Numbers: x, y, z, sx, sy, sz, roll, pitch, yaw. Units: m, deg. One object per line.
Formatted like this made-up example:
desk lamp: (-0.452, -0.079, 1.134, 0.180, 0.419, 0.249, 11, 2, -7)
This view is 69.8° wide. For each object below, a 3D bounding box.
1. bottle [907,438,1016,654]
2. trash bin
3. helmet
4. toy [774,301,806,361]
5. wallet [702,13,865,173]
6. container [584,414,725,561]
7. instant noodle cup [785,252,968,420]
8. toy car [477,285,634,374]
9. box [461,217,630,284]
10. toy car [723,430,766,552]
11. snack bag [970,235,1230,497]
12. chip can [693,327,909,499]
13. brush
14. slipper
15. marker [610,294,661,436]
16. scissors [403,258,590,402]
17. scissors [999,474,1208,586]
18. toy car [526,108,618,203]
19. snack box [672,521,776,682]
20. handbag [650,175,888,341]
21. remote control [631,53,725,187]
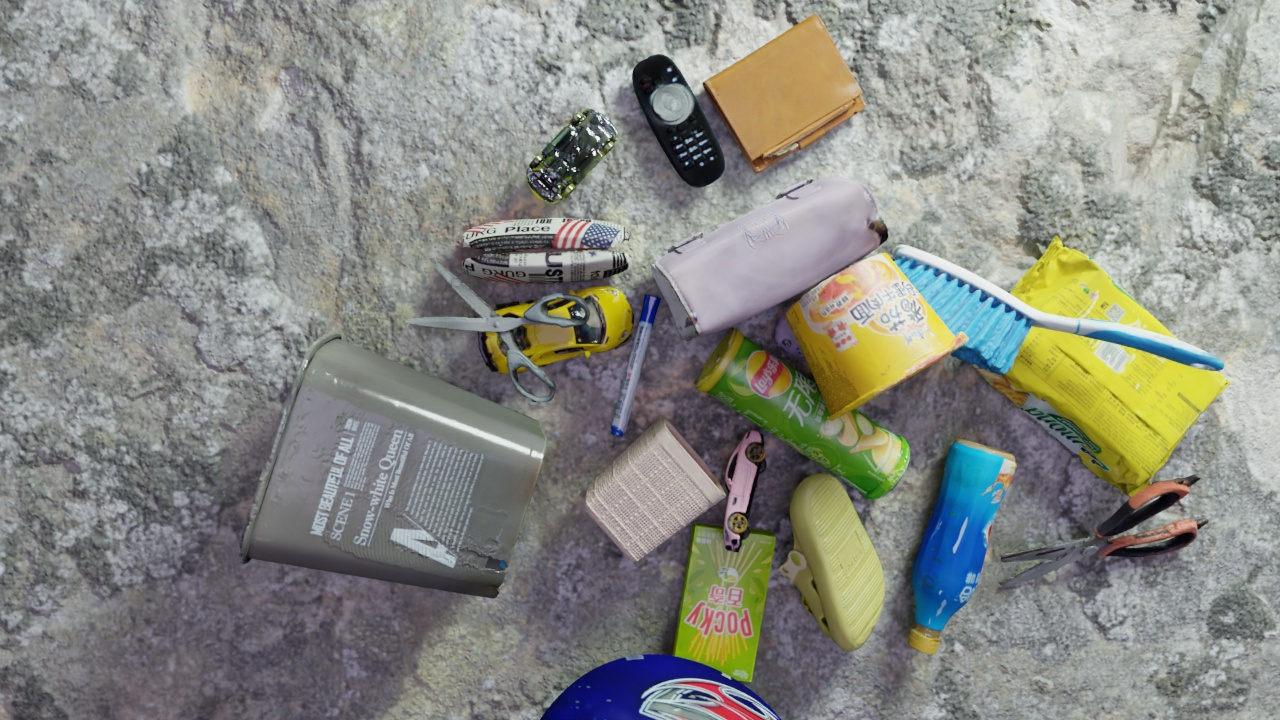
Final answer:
bottle: (0.317, 0.191, 0.933, 0.065, 0.065, 0.219, 17, 94, -5)
trash bin: (-0.215, 0.103, 0.837, 0.219, 0.198, 0.199, 19, 93, -11)
helmet: (0.042, 0.412, 0.850, 0.315, 0.248, 0.240, 35, 74, -14)
toy: (0.183, -0.015, 0.922, 0.108, 0.038, 0.084, 38, 111, -7)
wallet: (0.143, -0.261, 0.904, 0.132, 0.031, 0.108, -32, 93, 0)
container: (0.010, 0.127, 0.899, 0.111, 0.090, 0.090, -41, 96, 3)
instant noodle cup: (0.207, -0.025, 0.840, 0.138, 0.138, 0.109, -29, 80, -1)
toy car: (-0.082, -0.032, 0.904, 0.156, 0.041, 0.071, -13, 95, -4)
box: (-0.091, -0.117, 0.884, 0.163, 0.075, 0.081, 0, 85, -1)
toy car: (0.099, 0.128, 0.909, 0.037, 0.056, 0.122, 11, 72, 15)
snack bag: (0.463, 0.007, 0.927, 0.246, 0.068, 0.158, 39, 91, -5)
chip can: (0.163, 0.055, 0.909, 0.221, 0.072, 0.072, 33, 92, -6)
brush: (0.369, -0.030, 0.872, 0.314, 0.060, 0.109, 32, 82, 21)
slipper: (0.184, 0.198, 0.924, 0.091, 0.082, 0.190, -34, 111, -36)
marker: (-0.005, 0.005, 0.923, 0.017, 0.017, 0.146, 14, 93, -5)
scissors: (-0.133, -0.030, 0.873, 0.181, 0.014, 0.159, -12, 102, 3)
scissors: (0.483, 0.182, 0.946, 0.189, 0.015, 0.222, 20, 123, -25)
toy car: (-0.067, -0.198, 0.896, 0.048, 0.032, 0.105, 42, 80, -5)
snack box: (0.084, 0.248, 0.943, 0.086, 0.026, 0.156, 9, 94, -3)
handbag: (0.115, -0.096, 0.859, 0.197, 0.145, 0.098, -25, 98, -2)
remote control: (0.037, -0.234, 0.903, 0.053, 0.024, 0.136, -28, 94, 1)
